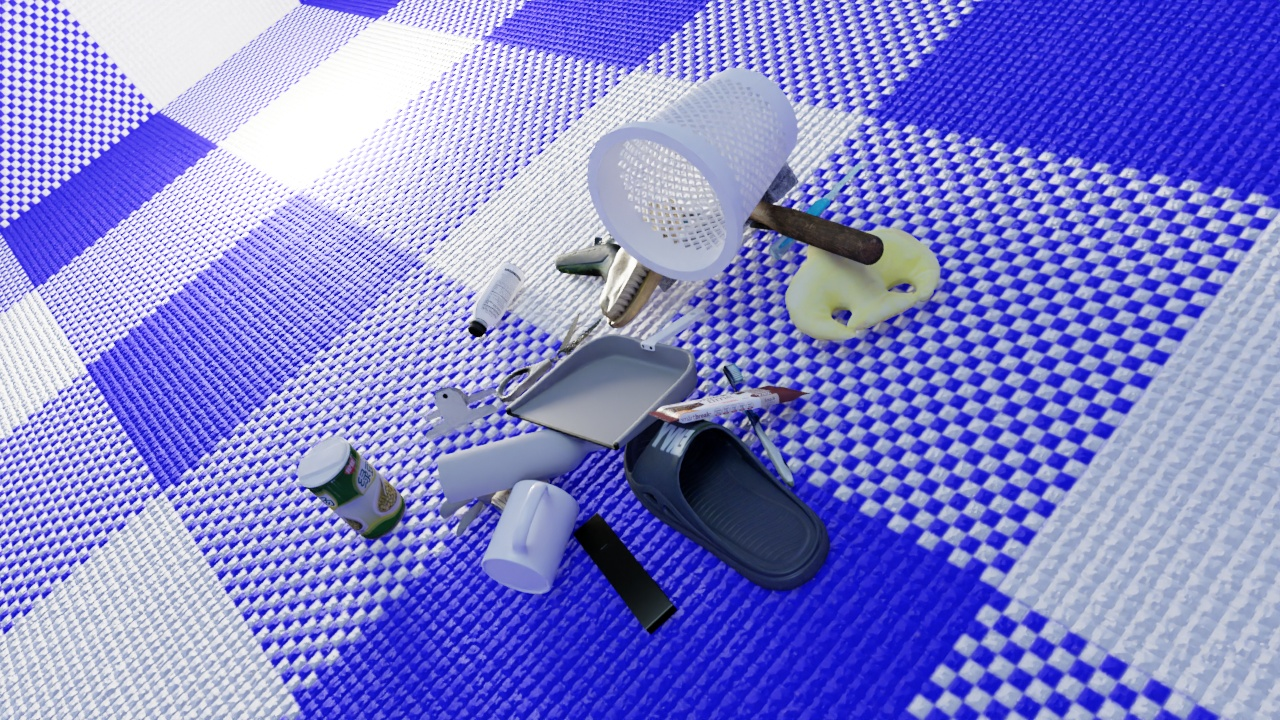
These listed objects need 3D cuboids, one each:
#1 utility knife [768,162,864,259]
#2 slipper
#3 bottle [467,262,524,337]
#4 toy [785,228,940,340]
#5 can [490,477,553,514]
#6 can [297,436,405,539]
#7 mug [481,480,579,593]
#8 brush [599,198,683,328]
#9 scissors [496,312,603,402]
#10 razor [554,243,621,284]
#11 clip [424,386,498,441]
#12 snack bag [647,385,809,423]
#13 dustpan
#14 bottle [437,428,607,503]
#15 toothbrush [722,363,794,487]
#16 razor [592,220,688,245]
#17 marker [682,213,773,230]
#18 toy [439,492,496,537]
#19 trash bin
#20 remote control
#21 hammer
[{"bbox_3d":[0.222,-0.189,1.138,0.178,0.015,0.022,-44,44,-12],"label":"utility knife"},{"bbox_3d":[0.065,0.119,0.890,0.110,0.083,0.268,-44,45,-11],"label":"slipper"},{"bbox_3d":[-0.201,-0.081,1.259,0.041,0.041,0.115,4,52,32],"label":"bottle"},{"bbox_3d":[0.236,-0.090,1.002,0.170,0.065,0.154,-28,44,1],"label":"toy"},{"bbox_3d":[-0.126,0.137,1.012,0.038,0.038,0.079,21,63,41],"label":"can"},{"bbox_3d":[-0.331,0.148,1.057,0.067,0.121,0.067,-16,44,16],"label":"can"},{"bbox_3d":[-0.110,0.169,0.921,0.074,0.111,0.090,16,55,6],"label":"mug"},{"bbox_3d":[0.002,-0.125,1.127,0.059,0.043,0.195,-4,53,48],"label":"brush"},{"bbox_3d":[-0.112,0.007,1.145,0.166,0.012,0.157,-21,45,11],"label":"scissors"},{"bbox_3d":[-0.059,-0.122,1.217,0.152,0.054,0.067,5,72,40],"label":"razor"},{"bbox_3d":[-0.230,0.060,1.146,0.102,0.052,0.058,-24,82,8],"label":"clip"},{"bbox_3d":[0.089,0.043,0.931,0.157,0.013,0.057,-10,8,-21],"label":"snack bag"},{"bbox_3d":[-0.006,0.006,1.030,0.163,0.033,0.256,14,34,38],"label":"dustpan"},{"bbox_3d":[-0.113,0.103,0.975,0.195,0.052,0.052,-14,43,1],"label":"bottle"},{"bbox_3d":[0.123,0.063,0.957,0.017,0.016,0.188,-20,42,-3],"label":"toothbrush"},{"bbox_3d":[-0.001,-0.173,1.247,0.144,0.022,0.042,-13,46,18],"label":"razor"},{"bbox_3d":[0.116,-0.182,1.196,0.152,0.011,0.011,15,59,39],"label":"marker"},{"bbox_3d":[-0.173,0.148,1.035,0.111,0.030,0.049,-38,57,-16],"label":"toy"},{"bbox_3d":[0.076,-0.229,1.057,0.196,0.196,0.199,12,47,37],"label":"trash bin"},{"bbox_3d":[-0.017,0.206,0.903,0.034,0.013,0.150,-42,43,-6],"label":"remote control"},{"bbox_3d":[0.149,-0.130,1.043,0.217,0.037,0.300,-43,28,-4],"label":"hammer"}]
